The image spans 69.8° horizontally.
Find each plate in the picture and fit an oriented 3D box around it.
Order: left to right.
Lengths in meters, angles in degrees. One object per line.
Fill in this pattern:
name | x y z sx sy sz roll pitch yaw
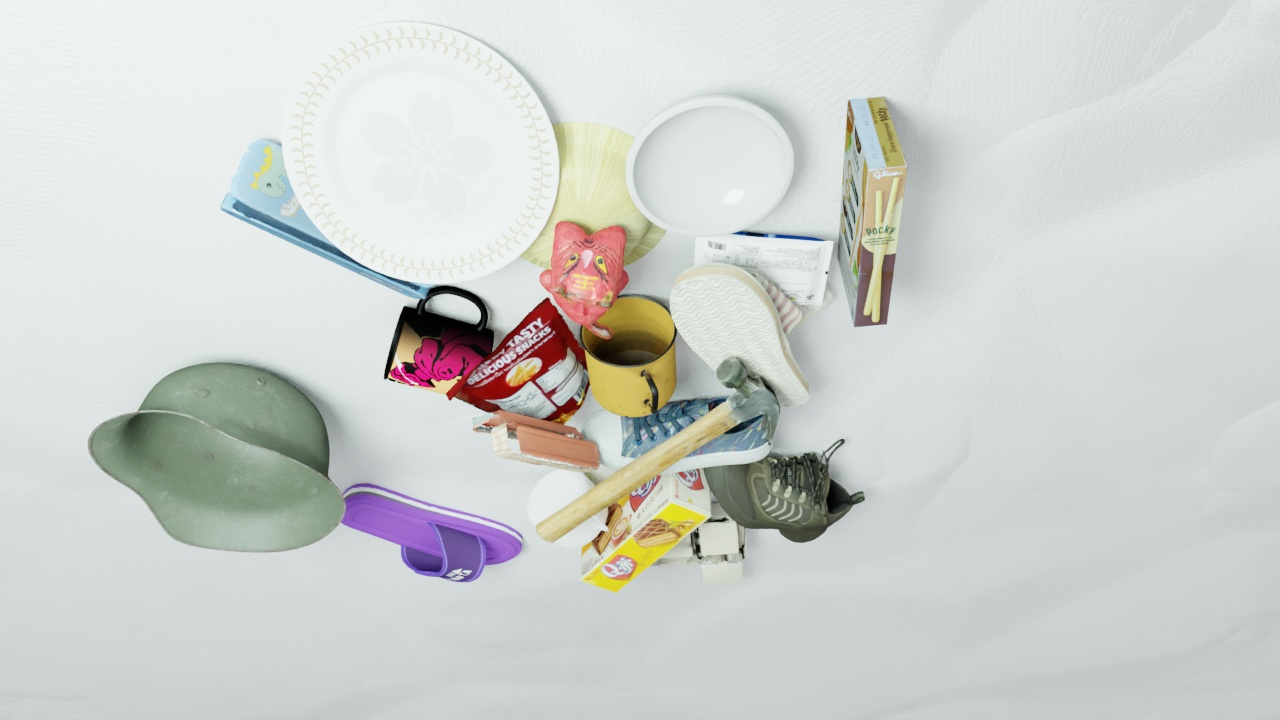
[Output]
plate | -0.194 -0.178 0.818 0.242 0.016 0.243 0 124 -1
plate | -0.059 -0.138 0.878 0.184 0.036 0.185 0 138 -1

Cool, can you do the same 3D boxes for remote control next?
remote control | 0.156 -0.046 1.001 0.038 0.018 0.126 26 133 -26

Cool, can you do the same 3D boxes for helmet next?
helmet | -0.465 0.090 1.040 0.267 0.153 0.228 23 132 -31

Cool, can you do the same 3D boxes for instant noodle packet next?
instant noodle packet | 0.122 -0.093 0.930 0.134 0.026 0.087 6 139 7

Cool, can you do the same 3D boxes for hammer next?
hammer | 0.014 0.120 1.046 0.331 0.033 0.132 -35 136 20

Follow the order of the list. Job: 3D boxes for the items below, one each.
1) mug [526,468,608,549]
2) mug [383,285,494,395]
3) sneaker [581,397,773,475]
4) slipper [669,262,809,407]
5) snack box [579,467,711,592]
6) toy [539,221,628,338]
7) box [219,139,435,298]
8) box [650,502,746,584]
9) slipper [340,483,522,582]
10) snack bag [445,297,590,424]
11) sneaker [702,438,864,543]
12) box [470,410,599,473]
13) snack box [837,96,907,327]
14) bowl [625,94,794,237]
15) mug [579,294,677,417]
mug | -0.089 0.196 1.200 0.116 0.094 0.068 15 153 43
mug | -0.211 -0.023 0.984 0.098 0.081 0.118 16 108 -18
sneaker | 0.048 0.082 1.092 0.235 0.087 0.079 -1 143 -5
slipper | 0.115 -0.028 0.967 0.115 0.052 0.263 -6 147 25
snack box | 0.003 0.204 1.210 0.061 0.109 0.231 24 133 -21
toy | -0.054 -0.057 0.873 0.088 0.093 0.133 -3 141 1
box | -0.292 -0.132 0.891 0.209 0.073 0.085 26 92 -29
box | 0.082 0.272 1.336 0.144 0.057 0.188 -3 135 4
slipper | -0.298 0.263 1.289 0.266 0.083 0.108 26 132 -27
snack bag | -0.115 0.018 0.973 0.139 0.066 0.208 -37 162 0
sneaker | 0.198 0.159 1.167 0.237 0.100 0.143 29 135 -35
box | -0.111 0.092 0.999 0.071 0.056 0.187 10 174 30
snack box | 0.209 -0.132 0.842 0.032 0.100 0.186 -5 138 4
bowl | 0.061 -0.181 0.827 0.149 0.043 0.150 -1 138 -1
mug | -0.006 0.006 0.978 0.100 0.123 0.094 -19 141 -11
